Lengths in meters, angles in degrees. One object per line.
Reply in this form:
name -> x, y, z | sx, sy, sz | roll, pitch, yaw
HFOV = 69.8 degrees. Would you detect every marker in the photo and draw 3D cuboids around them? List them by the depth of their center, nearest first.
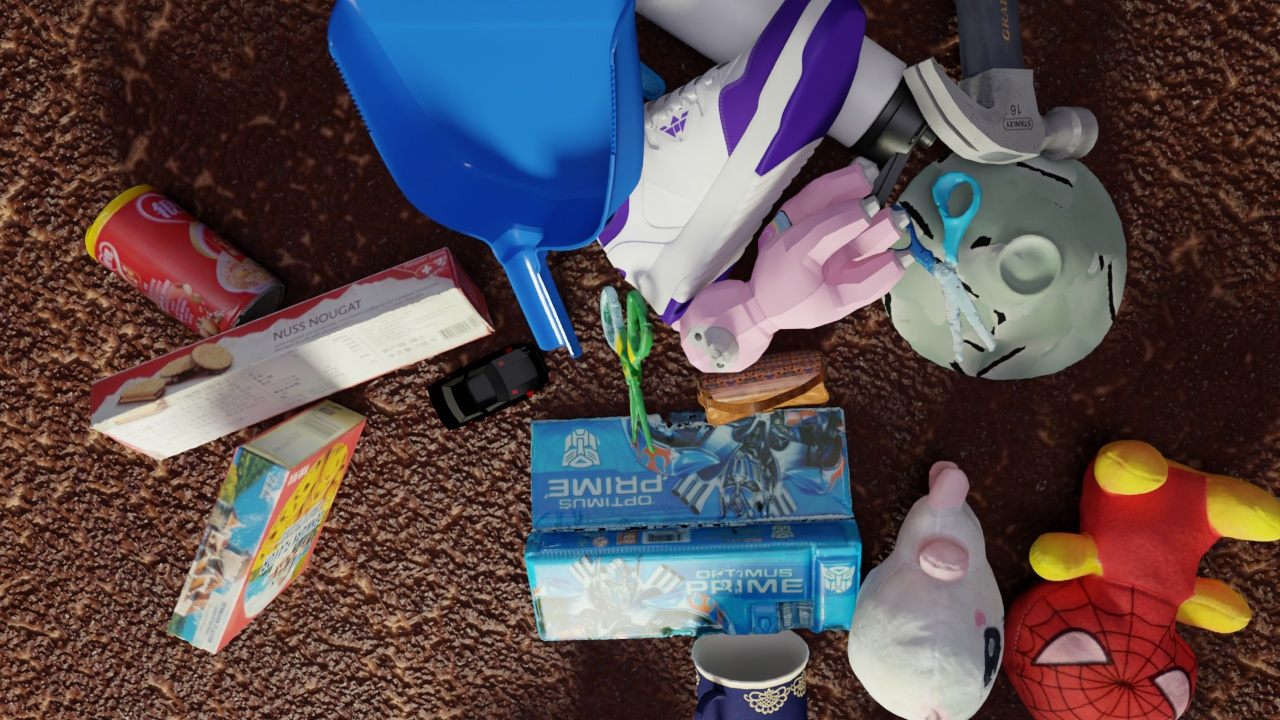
marker -> -0.032, -0.224, 0.643 | 0.123, 0.015, 0.018 | 39, 101, -1

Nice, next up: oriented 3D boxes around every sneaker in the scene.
sneaker -> 0.042, -0.143, 0.590 | 0.111, 0.091, 0.245 | 41, 128, 12

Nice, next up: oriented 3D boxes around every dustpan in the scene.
dustpan -> -0.077, -0.112, 0.605 | 0.246, 0.059, 0.258 | 14, 141, 34

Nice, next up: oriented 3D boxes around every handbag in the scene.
handbag -> 0.079, 0.025, 0.587 | 0.093, 0.195, 0.043 | -10, 93, 9

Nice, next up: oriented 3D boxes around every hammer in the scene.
hammer -> 0.219, -0.283, 0.583 | 0.139, 0.035, 0.312 | -7, 92, -26

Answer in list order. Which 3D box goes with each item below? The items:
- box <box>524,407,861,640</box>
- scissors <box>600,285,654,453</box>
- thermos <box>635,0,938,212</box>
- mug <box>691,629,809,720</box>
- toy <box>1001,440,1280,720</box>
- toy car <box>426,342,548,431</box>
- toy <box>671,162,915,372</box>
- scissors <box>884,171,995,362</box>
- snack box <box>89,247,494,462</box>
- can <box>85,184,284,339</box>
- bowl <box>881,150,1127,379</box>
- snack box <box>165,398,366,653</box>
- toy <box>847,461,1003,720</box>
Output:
box -> 0.037, 0.127, 0.679 | 0.243, 0.060, 0.175 | -3, 99, 5
scissors -> -0.010, 0.004, 0.660 | 0.012, 0.108, 0.132 | -11, 122, -19
thermos -> 0.090, -0.195, 0.616 | 0.230, 0.068, 0.101 | 33, 114, -3
mug -> 0.075, 0.260, 0.676 | 0.086, 0.111, 0.089 | 6, 106, 39
toy -> 0.335, 0.166, 0.642 | 0.147, 0.098, 0.216 | 24, 100, 11
toy car -> -0.114, 0.019, 0.683 | 0.092, 0.036, 0.042 | -24, 97, 8
toy -> 0.095, -0.055, 0.597 | 0.158, 0.123, 0.067 | -30, 111, 26
scissors -> 0.196, -0.055, 0.614 | 0.084, 0.016, 0.135 | -16, 75, 39
snack box -> -0.246, -0.003, 0.655 | 0.273, 0.077, 0.044 | -21, 62, 4
can -> -0.329, -0.066, 0.670 | 0.124, 0.066, 0.067 | 37, 101, -3
bowl -> 0.255, -0.065, 0.622 | 0.174, 0.067, 0.174 | 1, 98, 6
snack box -> -0.262, 0.111, 0.657 | 0.040, 0.142, 0.145 | 25, 101, -1
toy -> 0.203, 0.160, 0.638 | 0.101, 0.138, 0.179 | 10, 92, 20
